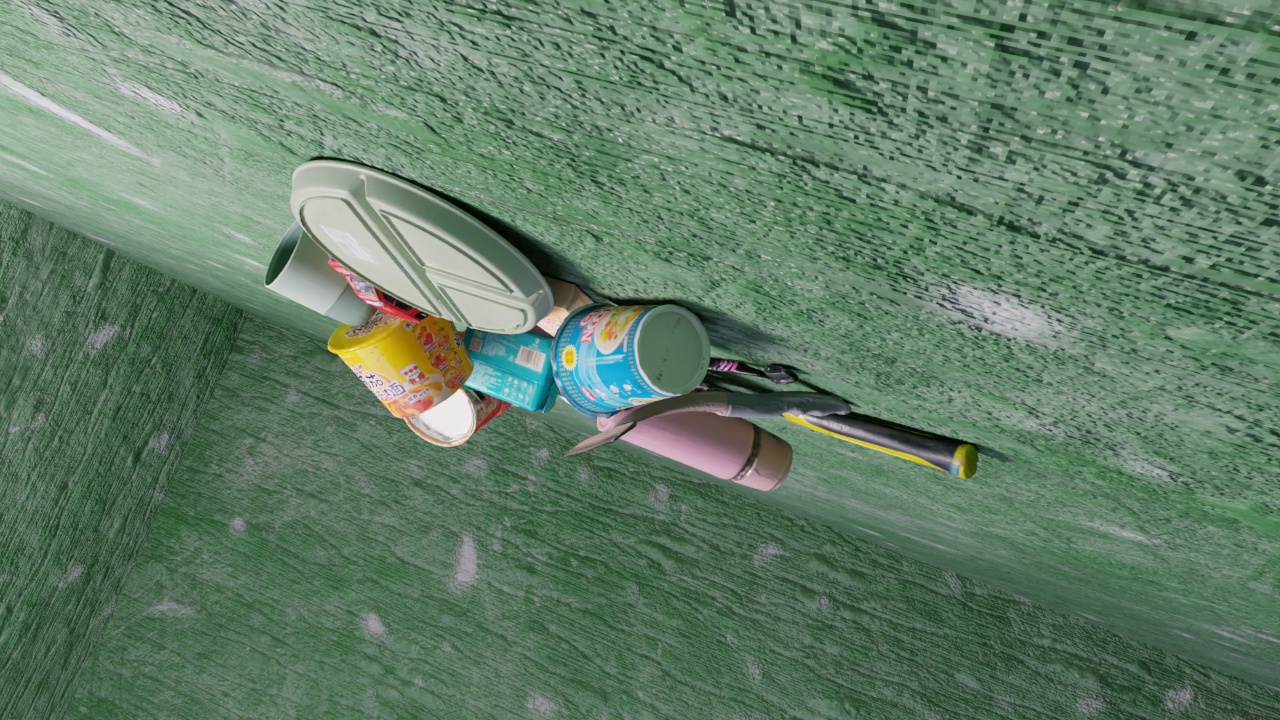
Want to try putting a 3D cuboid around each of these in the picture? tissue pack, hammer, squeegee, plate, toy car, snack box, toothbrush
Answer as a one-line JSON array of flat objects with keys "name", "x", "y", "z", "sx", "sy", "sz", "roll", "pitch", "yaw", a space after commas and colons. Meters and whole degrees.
[{"name": "tissue pack", "x": -0.157, "y": 0.000, "z": 1.097, "sx": 0.133, "sy": 0.093, "sz": 0.050, "roll": 20, "pitch": -173, "yaw": 12}, {"name": "hammer", "x": 0.160, "y": 0.055, "z": 0.889, "sx": 0.324, "sy": 0.032, "sz": 0.126, "roll": 15, "pitch": 170, "yaw": 35}, {"name": "squeegee", "x": 0.068, "y": 0.045, "z": 0.800, "sx": 0.249, "sy": 0.040, "sz": 0.248, "roll": -6, "pitch": 173, "yaw": -14}, {"name": "plate", "x": -0.179, "y": -0.082, "z": 0.745, "sx": 0.230, "sy": 0.027, "sz": 0.230, "roll": 21, "pitch": 161, "yaw": 7}, {"name": "toy car", "x": -0.248, "y": -0.074, "z": 0.887, "sx": 0.053, "sy": 0.045, "sz": 0.120, "roll": 10, "pitch": 163, "yaw": 37}, {"name": "snack box", "x": -0.070, "y": -0.042, "z": 0.852, "sx": 0.084, "sy": 0.026, "sz": 0.157, "roll": 17, "pitch": 171, "yaw": 23}, {"name": "toothbrush", "x": 0.073, "y": 0.003, "z": 0.841, "sx": 0.018, "sy": 0.014, "sz": 0.189, "roll": 39, "pitch": 164, "yaw": -33}]

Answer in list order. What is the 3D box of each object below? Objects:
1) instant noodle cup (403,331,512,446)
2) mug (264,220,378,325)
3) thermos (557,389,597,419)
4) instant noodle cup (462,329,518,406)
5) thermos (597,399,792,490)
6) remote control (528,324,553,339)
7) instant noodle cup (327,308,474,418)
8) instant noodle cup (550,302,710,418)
[{"name": "instant noodle cup", "x": -0.241, "y": 0.041, "z": 1.194, "sx": 0.138, "sy": 0.138, "sz": 0.108, "roll": 20, "pitch": -148, "yaw": 7}, {"name": "mug", "x": -0.332, "y": -0.098, "z": 0.982, "sx": 0.106, "sy": 0.082, "sz": 0.111, "roll": 28, "pitch": -159, "yaw": -33}, {"name": "thermos", "x": -0.074, "y": 0.036, "z": 1.227, "sx": 0.070, "sy": 0.070, "sz": 0.220, "roll": 20, "pitch": 172, "yaw": 10}, {"name": "instant noodle cup", "x": -0.193, "y": 0.017, "z": 1.286, "sx": 0.123, "sy": 0.111, "sz": 0.111, "roll": 9, "pitch": 167, "yaw": 24}, {"name": "thermos", "x": 0.057, "y": 0.070, "z": 0.932, "sx": 0.198, "sy": 0.067, "sz": 0.087, "roll": 21, "pitch": -156, "yaw": -18}, {"name": "remote control", "x": -0.116, "y": -0.044, "z": 0.959, "sx": 0.136, "sy": 0.024, "sz": 0.053, "roll": 23, "pitch": 172, "yaw": -15}, {"name": "instant noodle cup", "x": -0.260, "y": -0.010, "z": 1.026, "sx": 0.138, "sy": 0.137, "sz": 0.110, "roll": 10, "pitch": 136, "yaw": 53}, {"name": "instant noodle cup", "x": -0.003, "y": -0.004, "z": 0.737, "sx": 0.099, "sy": 0.099, "sz": 0.110, "roll": 26, "pitch": 161, "yaw": -30}]
